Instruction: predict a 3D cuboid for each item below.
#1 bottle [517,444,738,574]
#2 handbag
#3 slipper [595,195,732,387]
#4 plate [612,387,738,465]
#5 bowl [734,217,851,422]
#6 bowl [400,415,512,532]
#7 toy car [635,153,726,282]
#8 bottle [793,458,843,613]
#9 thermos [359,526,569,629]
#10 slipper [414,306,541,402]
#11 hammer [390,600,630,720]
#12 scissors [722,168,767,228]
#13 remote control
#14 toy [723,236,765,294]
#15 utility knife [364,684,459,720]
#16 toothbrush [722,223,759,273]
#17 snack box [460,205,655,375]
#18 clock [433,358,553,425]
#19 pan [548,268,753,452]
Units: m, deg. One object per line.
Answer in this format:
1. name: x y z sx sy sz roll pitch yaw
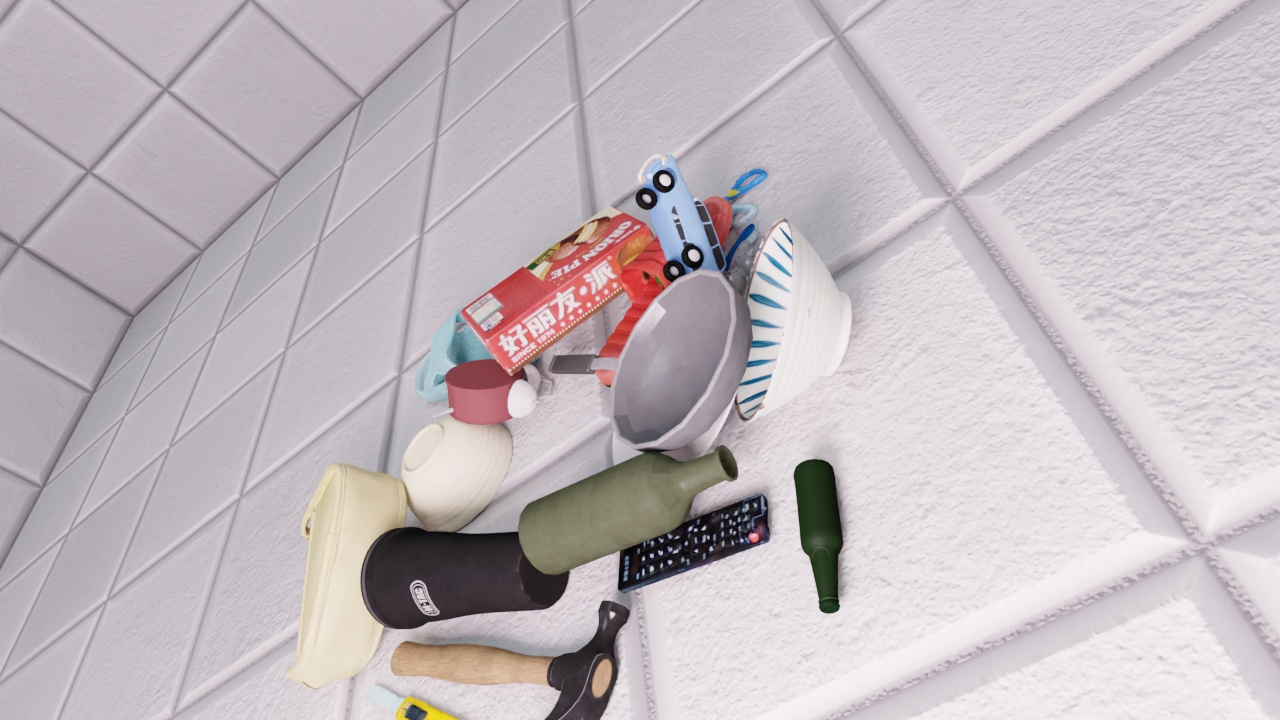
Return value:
1. bottle: -0.010 0.125 0.800 0.207 0.071 0.071 -26 39 27
2. handbag: -0.340 0.246 1.045 0.191 0.088 0.232 -35 49 47
3. slipper: 0.012 -0.087 1.023 0.248 0.059 0.103 -57 25 -6
4. plate: 0.038 0.034 0.891 0.209 0.015 0.208 -43 32 37
5. bowl: 0.136 -0.029 0.793 0.177 0.071 0.177 -172 92 -85
6. bowl: -0.232 0.122 1.088 0.151 0.075 0.150 -31 37 27
7. toy car: 0.043 -0.141 0.956 0.054 0.153 0.056 -17 -8 -28
8. bottle: 0.136 0.132 0.693 0.033 0.033 0.122 -28 39 29
9. thermos: -0.176 0.213 0.916 0.219 0.106 0.105 -12 47 35
10. slipper: -0.230 -0.014 1.233 0.277 0.069 0.115 -15 49 39
11. hammer: -0.142 0.290 0.854 0.306 0.040 0.132 -13 43 42
12. scissors: 0.094 -0.173 1.072 0.131 0.018 0.110 -30 35 27
13. remote control: 0.046 0.159 0.782 0.151 0.022 0.047 -26 38 28
14. toy: 0.098 -0.082 0.954 0.112 0.030 0.049 -48 37 21
15. utility knife: -0.217 0.350 0.898 0.218 0.019 0.030 -6 43 50
16. toothbrush: 0.083 -0.093 0.999 0.135 0.017 0.021 -51 29 4
17. snack box: -0.094 -0.090 1.109 0.236 0.060 0.113 -37 32 -9
18. clock: -0.172 0.036 1.088 0.137 0.048 0.096 -1 23 -1
19. pan: -0.005 0.005 0.915 0.358 0.041 0.178 -1 66 59
